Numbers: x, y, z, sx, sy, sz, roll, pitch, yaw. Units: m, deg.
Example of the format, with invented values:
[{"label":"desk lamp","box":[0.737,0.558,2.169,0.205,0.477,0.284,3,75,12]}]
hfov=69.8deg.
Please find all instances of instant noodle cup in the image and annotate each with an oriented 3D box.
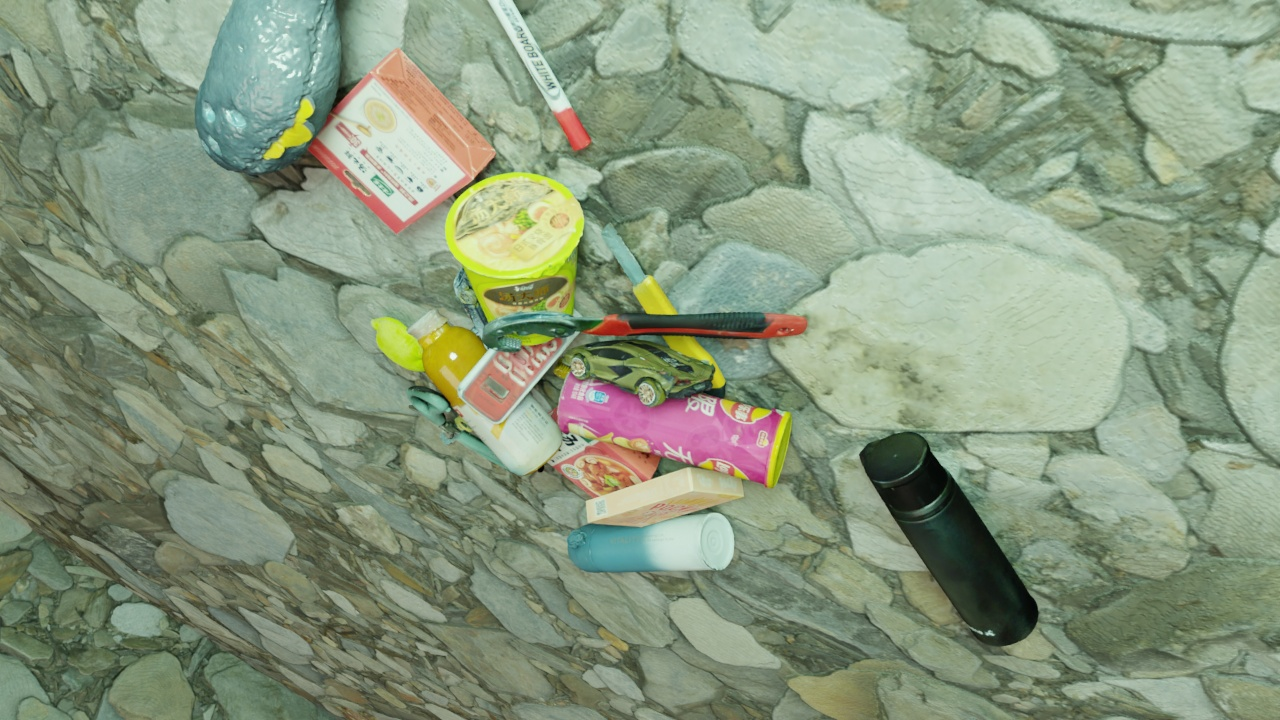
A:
[{"label":"instant noodle cup","box":[-0.100,-0.078,0.787,0.112,0.111,0.124,18,150,13]}]

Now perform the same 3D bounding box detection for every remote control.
[{"label":"remote control","box":[-0.113,-0.004,0.869,0.056,0.136,0.020,41,-175,-10]}]

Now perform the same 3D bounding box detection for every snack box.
[{"label":"snack box","box":[-0.205,-0.181,0.775,0.127,0.044,0.113,-21,122,43]},{"label":"snack box","box":[-0.044,0.090,0.985,0.113,0.044,0.127,40,141,-15]},{"label":"snack box","box":[0.024,0.148,0.979,0.084,0.026,0.158,14,152,-43]}]

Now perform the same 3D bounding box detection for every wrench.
[{"label":"wrench","box":[0.002,-0.027,0.767,0.273,0.016,0.056,-2,155,3]}]

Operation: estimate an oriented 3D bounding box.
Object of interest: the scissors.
[{"label":"scissors","box":[-0.200,0.078,1.037,0.171,0.019,0.170,27,161,11]}]

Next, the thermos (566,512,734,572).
[{"label":"thermos","box":[0.005,0.218,1.083,0.221,0.070,0.070,-13,127,40]}]

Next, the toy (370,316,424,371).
[{"label":"toy","box":[-0.246,-0.012,1.004,0.100,0.031,0.097,-3,135,33]}]

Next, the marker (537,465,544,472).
[{"label":"marker","box":[-0.123,0.091,1.055,0.015,0.018,0.124,0,140,3]}]

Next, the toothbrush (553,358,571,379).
[{"label":"toothbrush","box":[0.001,0.031,0.911,0.190,0.016,0.016,16,140,16]}]

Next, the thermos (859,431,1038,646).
[{"label":"thermos","box":[0.285,0.165,0.860,0.242,0.068,0.090,52,169,-24]}]

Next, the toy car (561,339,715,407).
[{"label":"toy car","box":[-0.005,0.005,0.829,0.158,0.070,0.042,16,110,38]}]

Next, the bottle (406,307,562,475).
[{"label":"bottle","box":[-0.158,0.030,0.918,0.189,0.067,0.068,51,138,-12]}]

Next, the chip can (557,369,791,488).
[{"label":"chip can","box":[0.031,0.060,0.861,0.211,0.071,0.071,13,140,16]}]

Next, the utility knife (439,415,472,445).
[{"label":"utility knife","box":[-0.188,0.065,1.075,0.031,0.021,0.205,46,144,-13]}]

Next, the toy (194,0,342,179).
[{"label":"toy","box":[-0.290,-0.223,0.721,0.091,0.137,0.358,19,148,-30]}]

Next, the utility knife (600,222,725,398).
[{"label":"utility knife","box":[0.024,-0.041,0.815,0.033,0.015,0.216,-6,133,37]}]

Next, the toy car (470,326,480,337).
[{"label":"toy car","box":[-0.169,0.015,0.977,0.054,0.036,0.121,31,135,7]}]

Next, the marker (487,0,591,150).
[{"label":"marker","box":[-0.077,-0.219,0.675,0.017,0.017,0.145,-5,132,35]}]

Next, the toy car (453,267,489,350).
[{"label":"toy car","box":[-0.146,-0.050,0.884,0.031,0.048,0.106,6,137,31]}]
